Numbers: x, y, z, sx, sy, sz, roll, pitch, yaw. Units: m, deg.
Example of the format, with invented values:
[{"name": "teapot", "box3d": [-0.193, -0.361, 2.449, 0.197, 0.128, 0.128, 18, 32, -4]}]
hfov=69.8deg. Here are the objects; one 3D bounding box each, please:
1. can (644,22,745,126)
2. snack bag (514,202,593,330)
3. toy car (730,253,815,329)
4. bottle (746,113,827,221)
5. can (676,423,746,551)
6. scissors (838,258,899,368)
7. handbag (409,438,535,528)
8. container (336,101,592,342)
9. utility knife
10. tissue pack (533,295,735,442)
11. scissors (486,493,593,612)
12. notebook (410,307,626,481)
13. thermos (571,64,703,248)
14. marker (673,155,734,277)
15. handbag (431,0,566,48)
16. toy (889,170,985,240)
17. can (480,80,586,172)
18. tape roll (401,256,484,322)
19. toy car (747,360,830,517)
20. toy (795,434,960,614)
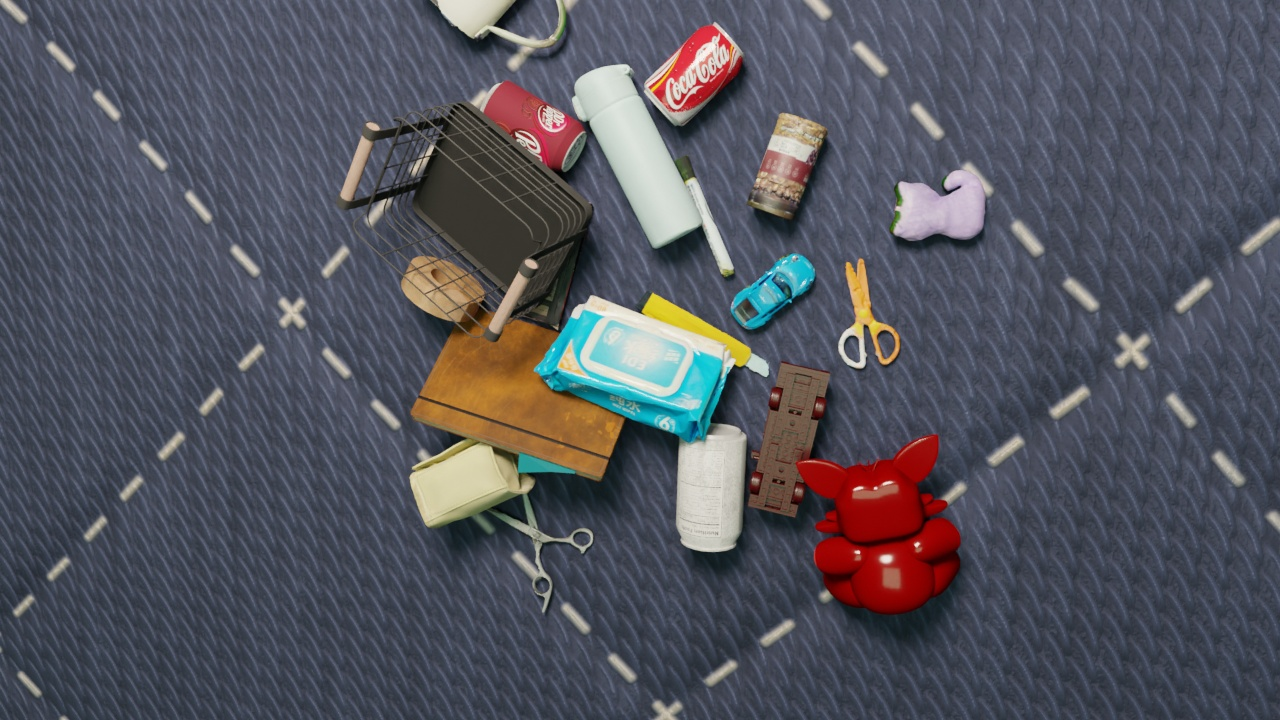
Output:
[{"name": "can", "box3d": [0.059, -0.314, 1.008, 0.105, 0.064, 0.064, -42, 90, 13]}, {"name": "snack bag", "box3d": [-0.111, -0.122, 1.092, 0.074, 0.018, 0.155, 19, 101, 8]}, {"name": "toy car", "box3d": [0.150, -0.079, 1.045, 0.105, 0.032, 0.048, -38, 90, 12]}, {"name": "bottle", "box3d": [0.161, -0.212, 1.010, 0.056, 0.056, 0.105, 21, 101, 6]}, {"name": "can", "box3d": [0.082, 0.146, 1.068, 0.078, 0.078, 0.136, 3, 99, 10]}, {"name": "scissors", "box3d": [0.246, -0.053, 1.043, 0.074, 0.012, 0.131, -18, 96, 12]}, {"name": "handbag", "box3d": [-0.202, 0.144, 1.103, 0.119, 0.111, 0.081, -24, 79, 11]}, {"name": "container", "box3d": [-0.191, -0.154, 1.009, 0.241, 0.130, 0.163, 41, 126, 8]}, {"name": "utility knife", "box3d": [0.074, -0.029, 1.074, 0.175, 0.017, 0.030, 31, 107, 5]}, {"name": "tissue pack", "box3d": [-0.006, 0.006, 1.047, 0.209, 0.066, 0.116, 20, 62, 10]}, {"name": "scissors", "box3d": [-0.130, 0.233, 1.152, 0.141, 0.014, 0.171, 6, 96, 7]}, {"name": "notebook", "box3d": [-0.123, 0.042, 1.067, 0.249, 0.014, 0.178, 17, 62, 7]}, {"name": "thermos", "box3d": [-0.004, -0.231, 1.032, 0.078, 0.065, 0.207, -27, 93, 14]}, {"name": "marker", "box3d": [0.074, -0.165, 1.053, 0.017, 0.017, 0.146, -21, 95, 13]}, {"name": "handbag", "box3d": [-0.153, -0.425, 1.025, 0.151, 0.074, 0.176, -42, 90, 13]}, {"name": "toy", "box3d": [0.324, -0.169, 0.999, 0.100, 0.036, 0.080, 5, 90, 5]}, {"name": "can", "box3d": [-0.123, -0.267, 1.049, 0.114, 0.063, 0.063, 31, 103, 4]}, {"name": "tape roll", "box3d": [-0.232, -0.084, 1.080, 0.094, 0.093, 0.027, 34, 113, 4]}, {"name": "toy car", "box3d": [0.169, 0.087, 1.052, 0.070, 0.061, 0.170, 13, 101, 8]}, {"name": "toy", "box3d": [0.269, 0.184, 1.021, 0.158, 0.120, 0.197, -12, 106, 14]}]
